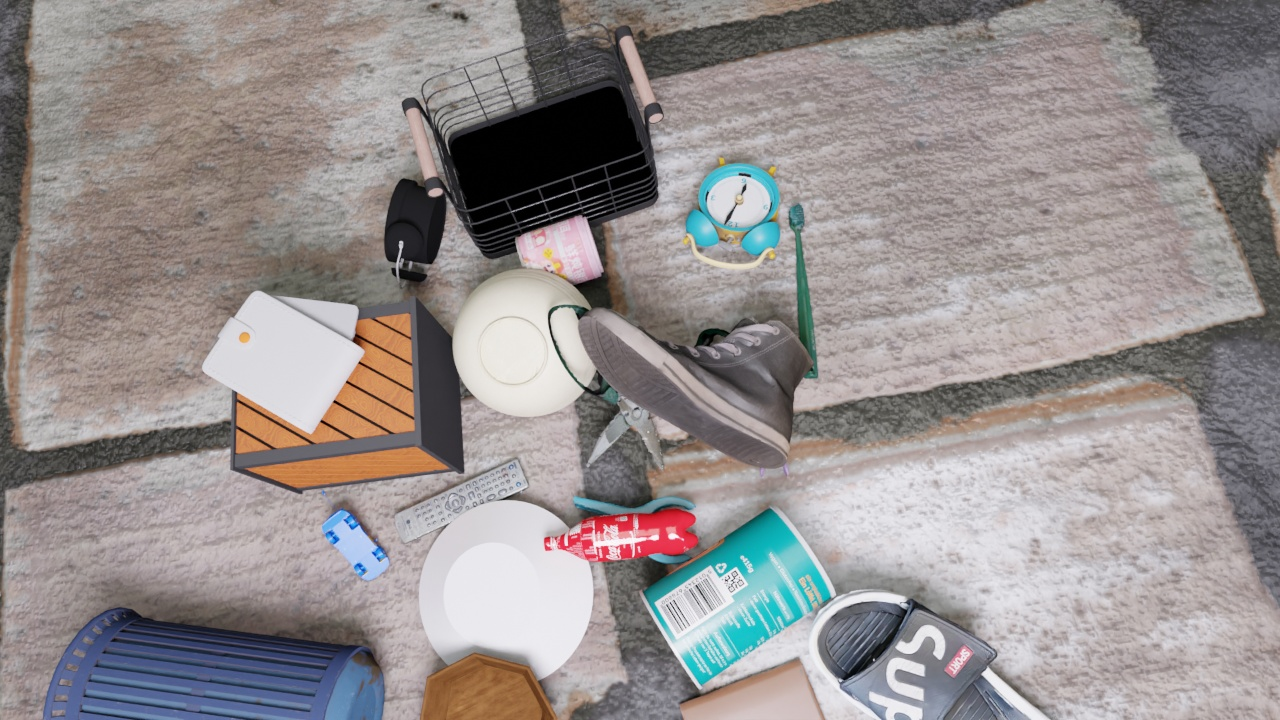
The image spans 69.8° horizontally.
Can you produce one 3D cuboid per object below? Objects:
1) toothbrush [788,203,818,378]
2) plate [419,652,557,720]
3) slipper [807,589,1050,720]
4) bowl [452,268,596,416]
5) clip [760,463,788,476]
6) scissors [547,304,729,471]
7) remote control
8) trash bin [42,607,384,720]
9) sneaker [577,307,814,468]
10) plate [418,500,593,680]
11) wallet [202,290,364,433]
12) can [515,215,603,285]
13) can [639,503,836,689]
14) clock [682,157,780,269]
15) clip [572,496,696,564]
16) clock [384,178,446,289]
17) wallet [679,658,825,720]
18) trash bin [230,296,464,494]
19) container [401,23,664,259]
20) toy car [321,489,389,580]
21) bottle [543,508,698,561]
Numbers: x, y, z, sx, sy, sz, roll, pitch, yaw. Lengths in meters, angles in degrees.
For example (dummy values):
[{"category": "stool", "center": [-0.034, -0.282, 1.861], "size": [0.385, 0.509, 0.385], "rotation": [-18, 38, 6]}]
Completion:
[{"category": "toothbrush", "center": [0.167, -0.074, 0.942], "size": [0.016, 0.017, 0.189], "rotation": [-3, 73, 4]}, {"category": "plate", "center": [-0.135, 0.324, 0.829], "size": [0.131, 0.025, 0.131], "rotation": [1, 94, 10]}, {"category": "slipper", "center": [0.265, 0.291, 0.776], "size": [0.264, 0.063, 0.111], "rotation": [41, 82, 0]}, {"category": "bowl", "center": [-0.117, -0.013, 0.892], "size": [0.151, 0.075, 0.151], "rotation": [1, 98, 4]}, {"category": "clip", "center": [0.132, 0.089, 0.899], "size": [0.029, 0.013, 0.050], "rotation": [0, 70, 6]}, {"category": "scissors", "center": [-0.005, 0.005, 0.887], "size": [0.201, 0.015, 0.206], "rotation": [-46, 113, -16]}, {"category": "remote control", "center": [-0.178, 0.140, 0.912], "size": [0.136, 0.013, 0.033], "rotation": [-25, 72, -2]}, {"category": "trash bin", "center": [-0.366, 0.307, 0.817], "size": [0.249, 0.139, 0.139], "rotation": [6, 74, 5]}, {"category": "sneaker", "center": [0.056, -0.005, 0.860], "size": [0.234, 0.095, 0.119], "rotation": [29, 65, -10]}, {"category": "plate", "center": [-0.133, 0.218, 0.859], "size": [0.174, 0.036, 0.173], "rotation": [-2, 79, 11]}, {"category": "wallet", "center": [-0.308, -0.013, 0.811], "size": [0.118, 0.037, 0.115], "rotation": [28, 78, 9]}, {"category": "can", "center": [-0.083, -0.109, 0.950], "size": [0.076, 0.067, 0.067], "rotation": [-18, 72, 0]}, {"category": "can", "center": [0.086, 0.209, 0.821], "size": [0.144, 0.099, 0.099], "rotation": [-33, 73, -5]}, {"category": "clock", "center": [0.100, -0.153, 0.961], "size": [0.099, 0.044, 0.129], "rotation": [11, 67, 9]}, {"category": "clip", "center": [-0.004, 0.179, 0.879], "size": [0.130, 0.030, 0.120], "rotation": [-13, 77, 1]}, {"category": "clock", "center": [-0.238, -0.132, 0.961], "size": [0.042, 0.091, 0.120], "rotation": [11, 61, -2]}, {"category": "wallet", "center": [0.105, 0.332, 0.827], "size": [0.121, 0.013, 0.087], "rotation": [-21, 72, -1]}, {"category": "trash bin", "center": [-0.276, 0.039, 0.886], "size": [0.172, 0.140, 0.139], "rotation": [-8, 73, 3]}, {"category": "container", "center": [-0.103, -0.229, 0.955], "size": [0.241, 0.130, 0.162], "rotation": [-19, 72, -1]}, {"category": "toy car", "center": [-0.289, 0.171, 0.915], "size": [0.033, 0.062, 0.092], "rotation": [-38, 103, -8]}, {"category": "bottle", "center": [-0.018, 0.163, 0.848], "size": [0.141, 0.042, 0.042], "rotation": [-6, 73, 1]}]
